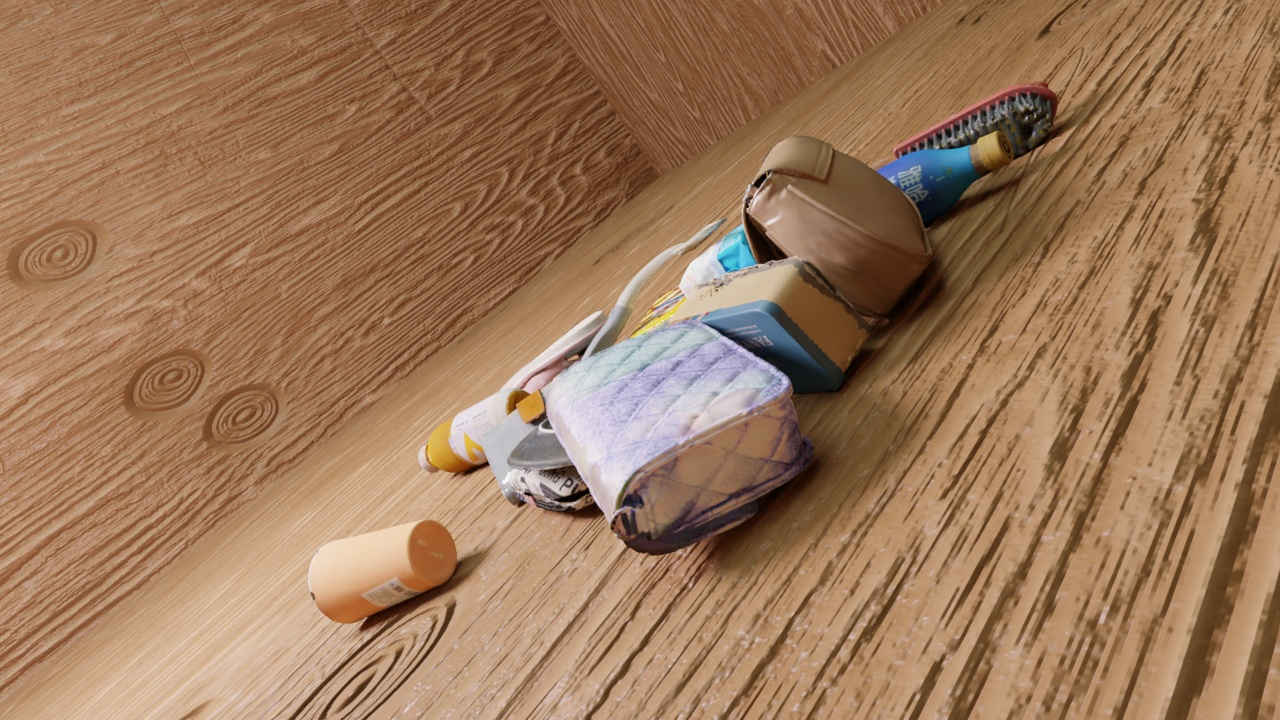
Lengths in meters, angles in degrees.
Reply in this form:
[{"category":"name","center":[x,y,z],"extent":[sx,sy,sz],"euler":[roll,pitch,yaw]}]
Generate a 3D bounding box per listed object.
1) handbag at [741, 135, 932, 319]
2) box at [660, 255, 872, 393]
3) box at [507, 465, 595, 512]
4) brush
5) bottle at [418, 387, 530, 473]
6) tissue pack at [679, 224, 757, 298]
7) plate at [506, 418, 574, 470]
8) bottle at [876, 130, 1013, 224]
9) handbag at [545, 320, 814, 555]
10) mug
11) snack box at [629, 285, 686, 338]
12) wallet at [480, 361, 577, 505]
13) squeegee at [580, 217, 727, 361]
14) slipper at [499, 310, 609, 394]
[{"category":"handbag","center":[0.151,-0.107,0.731],"extent":[0.100,0.148,0.204],"euler":[-57,0,25]},{"category":"box","center":[0.091,-0.021,0.684],"extent":[0.059,0.090,0.184],"euler":[-52,15,-17]},{"category":"box","center":[-0.068,0.093,0.775],"extent":[0.070,0.057,0.165],"euler":[-13,2,-27]},{"category":"brush","center":[0.318,-0.213,0.864],"extent":[0.146,0.063,0.069],"euler":[-27,28,32]},{"category":"bottle","center":[-0.199,0.091,1.105],"extent":[0.190,0.068,0.067],"euler":[-26,15,37]},{"category":"tissue pack","center":[0.101,-0.098,1.018],"extent":[0.090,0.063,0.139],"euler":[-36,10,19]},{"category":"plate","center":[-0.028,0.050,0.764],"extent":[0.179,0.024,0.179],"euler":[-16,7,2]},{"category":"bottle","center":[0.232,-0.148,0.843],"extent":[0.219,0.065,0.065],"euler":[-25,16,43]},{"category":"handbag","center":[0.019,0.043,0.599],"extent":[0.134,0.075,0.194],"euler":[-24,21,-9]},{"category":"mug","center":[-0.228,0.186,0.825],"extent":[0.123,0.078,0.078],"euler":[-23,17,31]},{"category":"snack box","center":[0.044,-0.058,1.100],"extent":[0.087,0.034,0.140],"euler":[-30,16,30]},{"category":"wallet","center":[-0.092,0.067,0.897],"extent":[0.129,0.037,0.106],"euler":[-36,43,0]},{"category":"squeegee","center":[-0.009,-0.064,1.074],"extent":[0.246,0.039,0.246],"euler":[-51,3,-2]},{"category":"slipper","center":[-0.110,0.009,1.204],"extent":[0.113,0.054,0.275],"euler":[-41,4,-34]}]
